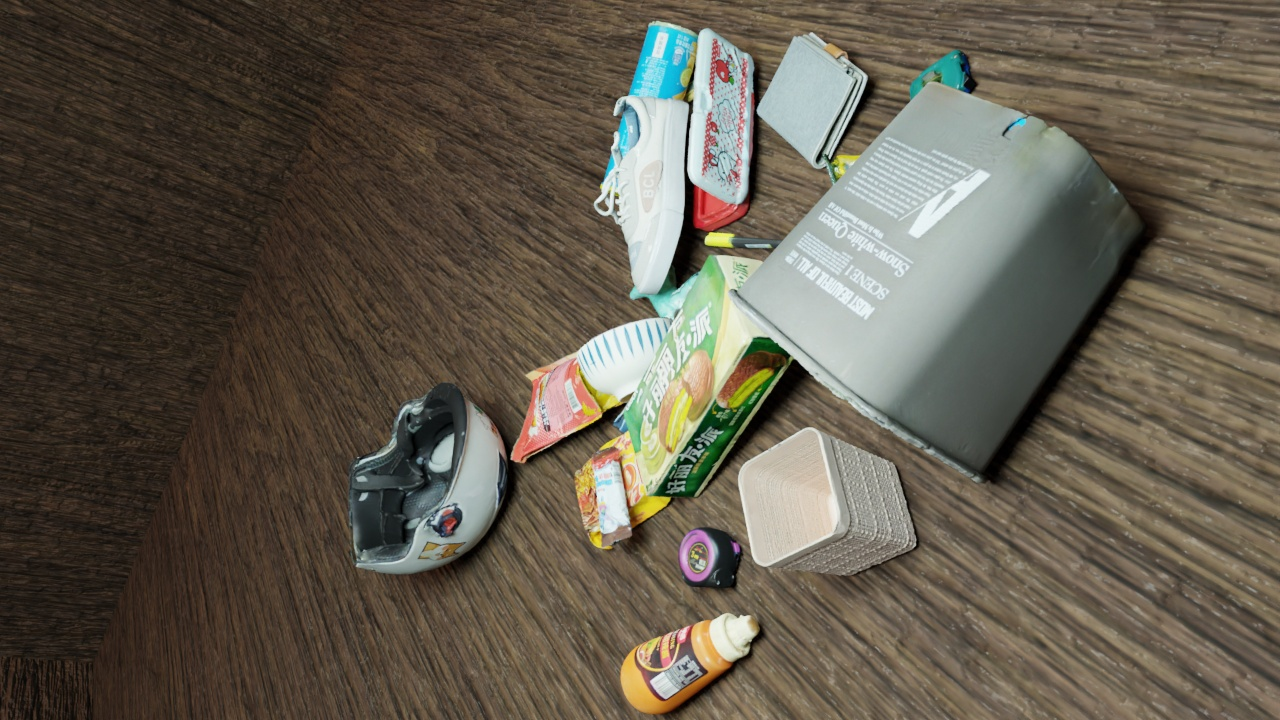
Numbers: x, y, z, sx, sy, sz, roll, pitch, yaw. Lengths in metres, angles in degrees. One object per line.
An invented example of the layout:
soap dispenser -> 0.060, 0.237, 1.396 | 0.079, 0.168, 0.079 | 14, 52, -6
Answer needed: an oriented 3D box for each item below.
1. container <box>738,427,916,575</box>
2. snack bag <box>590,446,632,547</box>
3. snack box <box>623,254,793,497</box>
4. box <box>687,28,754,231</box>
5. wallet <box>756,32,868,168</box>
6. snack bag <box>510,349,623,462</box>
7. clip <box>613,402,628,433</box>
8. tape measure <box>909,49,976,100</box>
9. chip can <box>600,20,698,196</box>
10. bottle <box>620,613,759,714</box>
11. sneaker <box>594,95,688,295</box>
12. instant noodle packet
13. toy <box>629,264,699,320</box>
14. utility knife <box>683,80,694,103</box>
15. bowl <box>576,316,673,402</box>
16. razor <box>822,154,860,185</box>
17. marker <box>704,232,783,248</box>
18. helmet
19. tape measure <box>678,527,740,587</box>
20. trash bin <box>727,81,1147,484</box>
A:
container -> 0.154, 0.120, 0.741 | 0.090, 0.110, 0.089 | -37, 47, 37
snack bag -> -0.032, 0.144, 0.979 | 0.045, 0.026, 0.105 | -25, 63, 31
snack box -> 0.062, 0.022, 0.898 | 0.241, 0.063, 0.114 | 118, 147, -41
box -> 0.073, -0.257, 1.033 | 0.095, 0.100, 0.200 | -19, 59, 46
wallet -> 0.181, -0.275, 0.954 | 0.107, 0.037, 0.129 | -63, 34, 28
snack bag -> -0.097, 0.047, 1.151 | 0.208, 0.073, 0.128 | -28, 49, 50
clip -> -0.009, 0.057, 1.058 | 0.037, 0.026, 0.058 | 34, 96, 46
tape measure -> 0.271, -0.246, 0.830 | 0.058, 0.025, 0.054 | -32, 50, 42
chip can -> 0.013, -0.304, 1.139 | 0.071, 0.071, 0.210 | 25, 100, 54
bottle -> 0.050, 0.276, 0.855 | 0.150, 0.066, 0.066 | -38, 46, 27
sneaker -> -0.002, -0.195, 1.044 | 0.090, 0.090, 0.242 | 132, 145, -70
instant noodle packet -> -0.021, 0.136, 1.023 | 0.129, 0.044, 0.110 | -44, 48, 31
toy -> 0.034, -0.080, 1.063 | 0.097, 0.030, 0.091 | -44, 48, 21
utility knife -> 0.060, -0.335, 1.161 | 0.183, 0.019, 0.030 | -27, 50, 50
bowl -> -0.006, 0.006, 1.011 | 0.117, 0.116, 0.066 | -32, 70, 41
razor -> 0.229, -0.199, 0.860 | 0.133, 0.028, 0.043 | -23, 80, 50
marker -> 0.113, -0.129, 0.989 | 0.124, 0.018, 0.015 | 13, 90, 53
helmet -> -0.269, 0.174, 1.235 | 0.274, 0.156, 0.230 | -46, 40, 14
tape measure -> 0.067, 0.191, 0.886 | 0.057, 0.039, 0.057 | -18, 65, 48
trash bin -> 0.221, -0.063, 0.681 | 0.220, 0.198, 0.199 | -55, 38, 12
